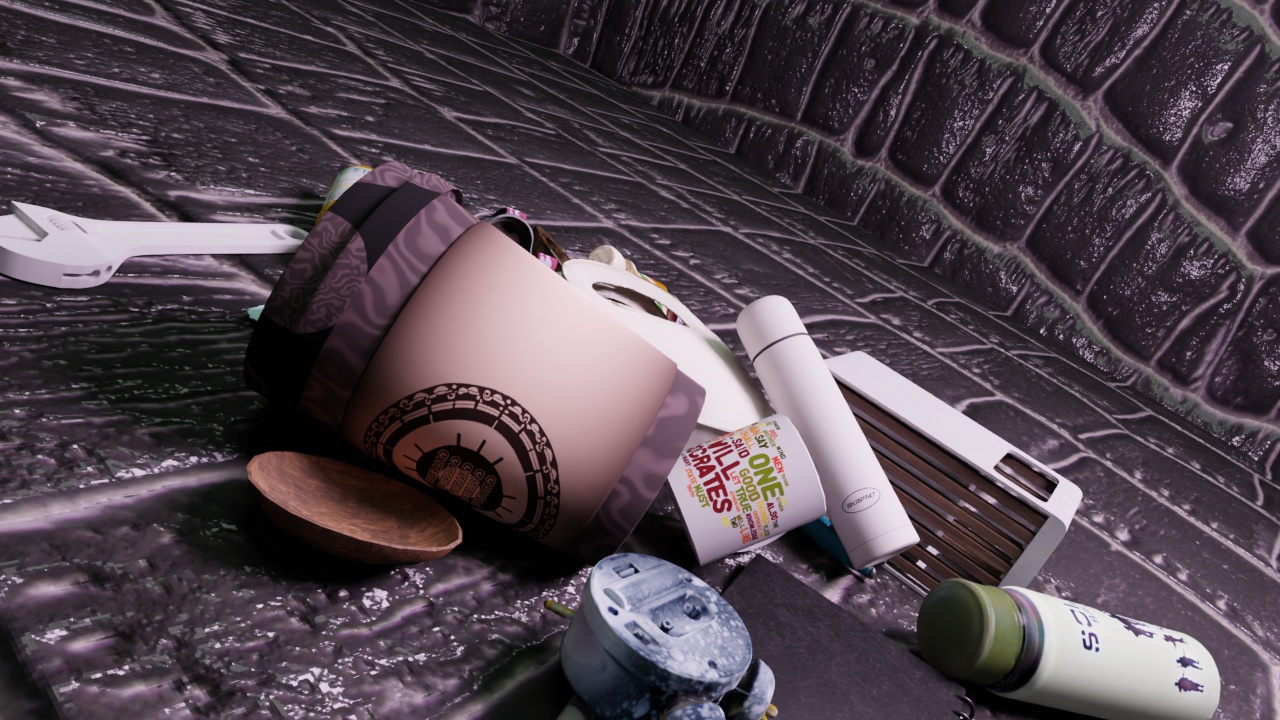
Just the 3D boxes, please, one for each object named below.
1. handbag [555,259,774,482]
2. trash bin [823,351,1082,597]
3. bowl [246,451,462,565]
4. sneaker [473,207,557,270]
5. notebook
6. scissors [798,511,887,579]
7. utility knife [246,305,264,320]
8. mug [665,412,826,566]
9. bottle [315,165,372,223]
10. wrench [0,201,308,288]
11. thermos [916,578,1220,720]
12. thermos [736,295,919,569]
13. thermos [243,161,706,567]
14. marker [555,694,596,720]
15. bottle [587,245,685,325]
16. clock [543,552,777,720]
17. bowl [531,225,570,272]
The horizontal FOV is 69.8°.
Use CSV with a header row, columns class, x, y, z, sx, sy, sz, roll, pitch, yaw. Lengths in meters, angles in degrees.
class,x,y,z,sx,sy,sz,roll,pitch,yaw
handbag,-0.004,0.004,0.735,0.200,0.093,0.199,18,35,-40
trash bin,0.233,0.102,0.780,0.229,0.115,0.114,36,22,23
bowl,-0.151,0.083,0.478,0.114,0.026,0.102,22,6,-21
sneaker,-0.139,-0.076,0.735,0.096,0.129,0.263,26,15,-34
notebook,0.102,0.201,0.520,0.169,0.019,0.231,32,21,17
scissors,0.134,0.127,0.740,0.132,0.019,0.148,20,22,-20
utility knife,-0.241,-0.053,0.733,0.030,0.018,0.206,21,22,12
mug,0.071,0.096,0.627,0.089,0.105,0.073,-21,45,-4
bottle,-0.261,-0.127,0.825,0.053,0.053,0.186,19,22,-19
wrench,-0.344,-0.086,0.681,0.087,0.018,0.272,34,20,20
thermos,0.303,0.212,0.660,0.231,0.082,0.082,18,22,-22
thermos,0.140,0.050,0.719,0.052,0.052,0.224,2,57,-49
thermos,-0.090,0.011,0.553,0.226,0.173,0.172,32,20,-3
marker,-0.047,0.181,0.390,0.016,0.016,0.140,31,20,11
bottle,0.002,-0.052,0.866,0.059,0.059,0.167,44,0,39
clock,0.016,0.148,0.446,0.129,0.052,0.090,36,21,28
bowl,-0.081,-0.062,0.866,0.121,0.056,0.121,51,5,-7
